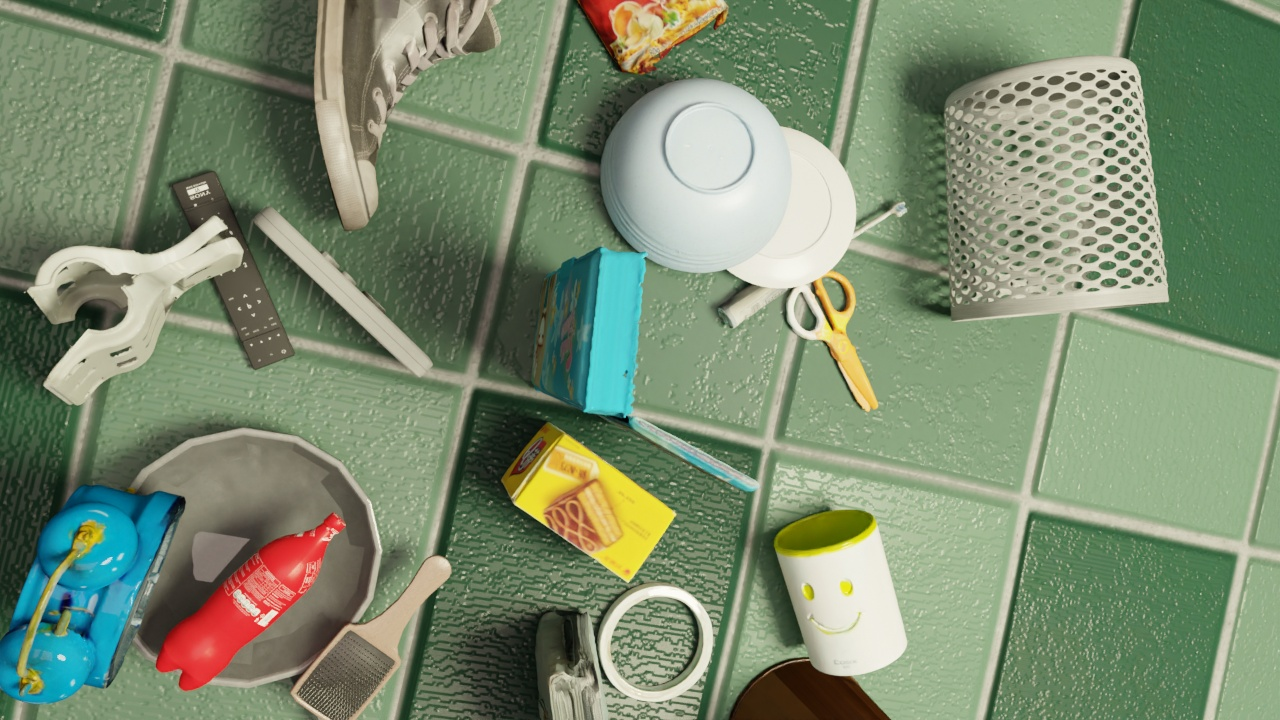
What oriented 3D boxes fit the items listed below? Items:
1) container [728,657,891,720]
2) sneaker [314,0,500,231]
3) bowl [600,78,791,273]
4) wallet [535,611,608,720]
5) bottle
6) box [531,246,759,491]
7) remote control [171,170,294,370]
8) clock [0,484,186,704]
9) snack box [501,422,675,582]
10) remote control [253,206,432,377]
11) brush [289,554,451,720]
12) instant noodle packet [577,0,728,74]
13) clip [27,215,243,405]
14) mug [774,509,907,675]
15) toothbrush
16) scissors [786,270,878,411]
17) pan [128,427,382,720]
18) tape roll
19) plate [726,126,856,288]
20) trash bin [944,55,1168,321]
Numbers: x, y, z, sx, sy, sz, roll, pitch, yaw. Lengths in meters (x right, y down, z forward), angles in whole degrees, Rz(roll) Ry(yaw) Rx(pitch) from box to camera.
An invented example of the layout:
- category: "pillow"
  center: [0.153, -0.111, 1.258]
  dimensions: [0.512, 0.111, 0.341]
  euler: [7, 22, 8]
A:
- category: "container"
  center: [0.154, 0.318, 0.691]
  dimensions: [0.132, 0.167, 0.132]
  euler: [0, 92, -14]
- category: "sneaker"
  center: [-0.161, -0.204, 0.638]
  dimensions: [0.119, 0.095, 0.234]
  euler: [6, 83, -14]
- category: "bowl"
  center: [0.046, -0.146, 0.682]
  dimensions: [0.150, 0.075, 0.150]
  euler: [1, 83, -5]
- category: "wallet"
  center: [-0.047, 0.244, 0.658]
  dimensions: [0.054, 0.132, 0.100]
  euler: [-13, 94, -10]
- category: "bottle"
  center: [-0.252, 0.154, 0.604]
  dimensions: [0.141, 0.042, 0.042]
  euler: [-44, 101, -9]
- category: "box"
  center: [-0.022, 0.014, 0.606]
  dimensions: [0.084, 0.227, 0.171]
  euler: [-27, 98, -11]
- category: "remote control"
  center: [-0.287, -0.063, 0.649]
  dimensions: [0.030, 0.009, 0.140]
  euler: [-23, 97, -12]
- category: "clock"
  center: [-0.315, 0.129, 0.528]
  dimensions: [0.060, 0.161, 0.116]
  euler: [22, 84, -17]
- category: "snack box"
  center: [-0.041, 0.102, 0.678]
  dimensions: [0.105, 0.084, 0.061]
  euler: [37, 83, -13]
- category: "remote control"
  center: [-0.203, -0.047, 0.637]
  dimensions: [0.151, 0.074, 0.019]
  euler: [46, 81, -11]
- category: "brush"
  center: [-0.180, 0.193, 0.638]
  dimensions: [0.050, 0.015, 0.135]
  euler: [42, 81, -17]
- category: "instant noodle packet"
  center: [-0.001, -0.294, 0.700]
  dimensions: [0.098, 0.039, 0.135]
  euler: [-33, 100, -4]
- category: "clip"
  center: [-0.332, -0.047, 0.583]
  dimensions: [0.104, 0.127, 0.151]
  euler: [36, 70, -19]
- category: "mug"
  center: [0.160, 0.183, 0.732]
  dimensions: [0.082, 0.082, 0.106]
  euler: [-18, 97, -13]
- category: "toothbrush"
  center: [0.143, -0.083, 0.751]
  dimensions: [0.185, 0.024, 0.022]
  euler: [-32, 142, -11]
- category: "scissors"
  center: [0.164, -0.011, 0.762]
  dimensions: [0.065, 0.013, 0.128]
  euler: [-26, 97, -11]
- category: "pan"
  center: [-0.240, 0.216, 0.654]
  dimensions: [0.178, 0.041, 0.357]
  euler: [-24, 97, -12]
- category: "tape roll"
  center: [0.012, 0.224, 0.732]
  dimensions: [0.093, 0.013, 0.093]
  euler: [0, 92, -13]
- category: "plate"
  center: [0.110, -0.125, 0.733]
  dimensions: [0.134, 0.011, 0.134]
  euler: [1, 82, -8]
- category: "trash bin"
  center: [0.322, -0.129, 0.728]
  dimensions: [0.156, 0.156, 0.183]
  euler: [-5, 90, -14]
